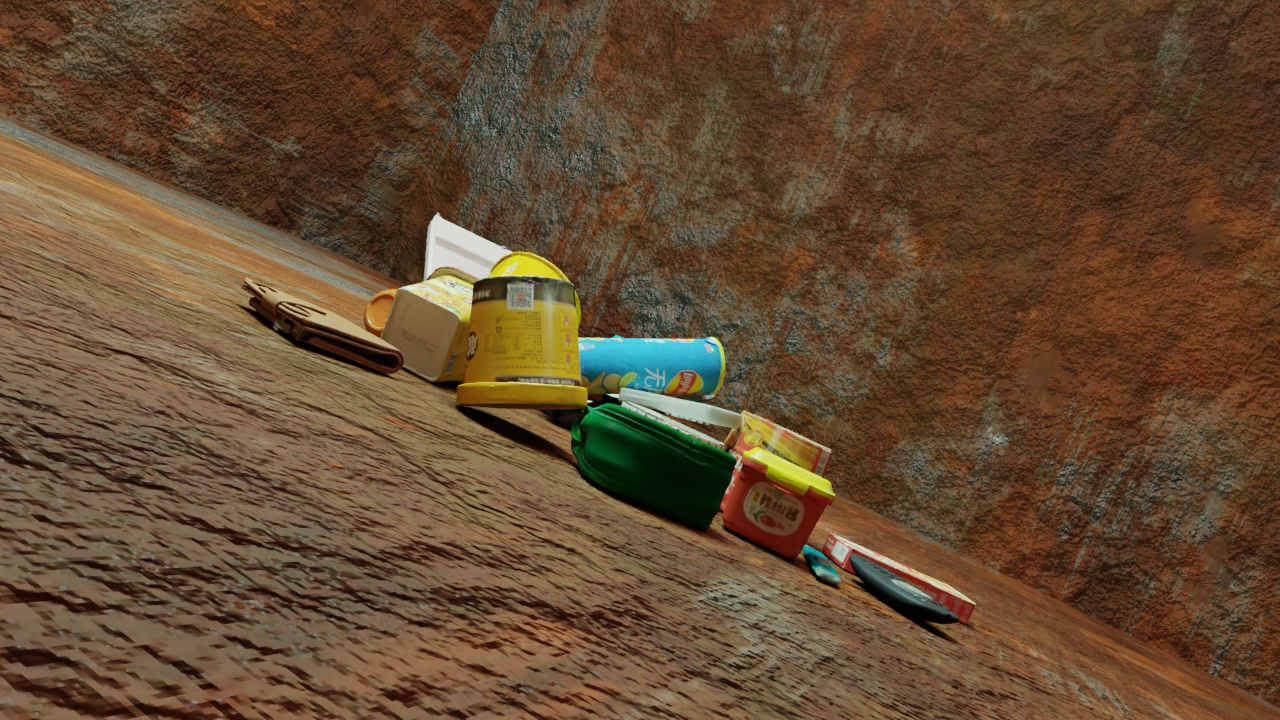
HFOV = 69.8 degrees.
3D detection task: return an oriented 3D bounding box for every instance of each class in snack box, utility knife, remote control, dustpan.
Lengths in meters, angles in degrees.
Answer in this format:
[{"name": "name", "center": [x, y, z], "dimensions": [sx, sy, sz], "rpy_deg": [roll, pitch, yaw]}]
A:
[{"name": "snack box", "center": [0.277, 0.234, 0.993], "dimensions": [0.153, 0.025, 0.075], "rpy_deg": [25, 0, -6]}, {"name": "snack box", "center": [0.126, 0.133, 0.856], "dimensions": [0.091, 0.080, 0.082], "rpy_deg": [25, 1, 9]}, {"name": "utility knife", "center": [0.169, 0.190, 0.869], "dimensions": [0.029, 0.013, 0.166], "rpy_deg": [27, 0, 5]}, {"name": "remote control", "center": [0.041, 0.054, 1.026], "dimensions": [0.058, 0.021, 0.150], "rpy_deg": [18, -6, -42]}, {"name": "dustpan", "center": [-0.198, -0.082, 1.283], "dimensions": [0.222, 0.272, 0.139], "rpy_deg": [22, -28, -25]}, {"name": "remote control", "center": [0.241, 0.217, 0.860], "dimensions": [0.053, 0.024, 0.136], "rpy_deg": [27, 0, -23]}]

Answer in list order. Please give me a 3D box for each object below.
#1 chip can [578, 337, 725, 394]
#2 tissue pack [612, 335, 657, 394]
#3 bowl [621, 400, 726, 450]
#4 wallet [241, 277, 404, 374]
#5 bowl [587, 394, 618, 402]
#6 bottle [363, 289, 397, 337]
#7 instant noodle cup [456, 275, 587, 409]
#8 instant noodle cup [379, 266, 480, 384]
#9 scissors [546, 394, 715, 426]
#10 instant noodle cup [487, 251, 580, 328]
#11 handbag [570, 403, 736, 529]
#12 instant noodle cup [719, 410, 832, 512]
[{"name": "chip can", "center": [-0.007, 0.006, 1.103], "dimensions": [0.210, 0.071, 0.071], "rpy_deg": [0, 10, -22]}, {"name": "tissue pack", "center": [-0.026, 0.035, 1.227], "dimensions": [0.093, 0.133, 0.050], "rpy_deg": [29, -14, 22]}, {"name": "bowl", "center": [0.023, 0.093, 0.951], "dimensions": [0.116, 0.066, 0.116], "rpy_deg": [24, 0, 0]}, {"name": "wallet", "center": [-0.287, -0.031, 0.820], "dimensions": [0.132, 0.031, 0.107], "rpy_deg": [23, -3, 42]}, {"name": "bowl", "center": [-0.080, 0.038, 1.164], "dimensions": [0.113, 0.113, 0.062], "rpy_deg": [25, -43, -18]}, {"name": "bottle", "center": [-0.264, -0.034, 1.088], "dimensions": [0.067, 0.066, 0.149], "rpy_deg": [25, -7, 24]}, {"name": "instant noodle cup", "center": [-0.107, -0.014, 0.839], "dimensions": [0.118, 0.114, 0.118], "rpy_deg": [1, -5, 0]}, {"name": "instant noodle cup", "center": [-0.205, -0.031, 0.961], "dimensions": [0.116, 0.116, 0.123], "rpy_deg": [26, 12, 11]}, {"name": "scissors", "center": [-0.004, 0.063, 1.104], "dimensions": [0.220, 0.022, 0.233], "rpy_deg": [5, 31, -14]}, {"name": "instant noodle cup", "center": [-0.160, -0.051, 1.149], "dimensions": [0.138, 0.138, 0.109], "rpy_deg": [25, 41, 13]}, {"name": "handbag", "center": [0.008, 0.084, 0.788], "dimensions": [0.131, 0.068, 0.120], "rpy_deg": [25, -1, -24]}, {"name": "instant noodle cup", "center": [0.142, 0.126, 1.016], "dimensions": [0.138, 0.108, 0.138], "rpy_deg": [25, 0, 0]}]
